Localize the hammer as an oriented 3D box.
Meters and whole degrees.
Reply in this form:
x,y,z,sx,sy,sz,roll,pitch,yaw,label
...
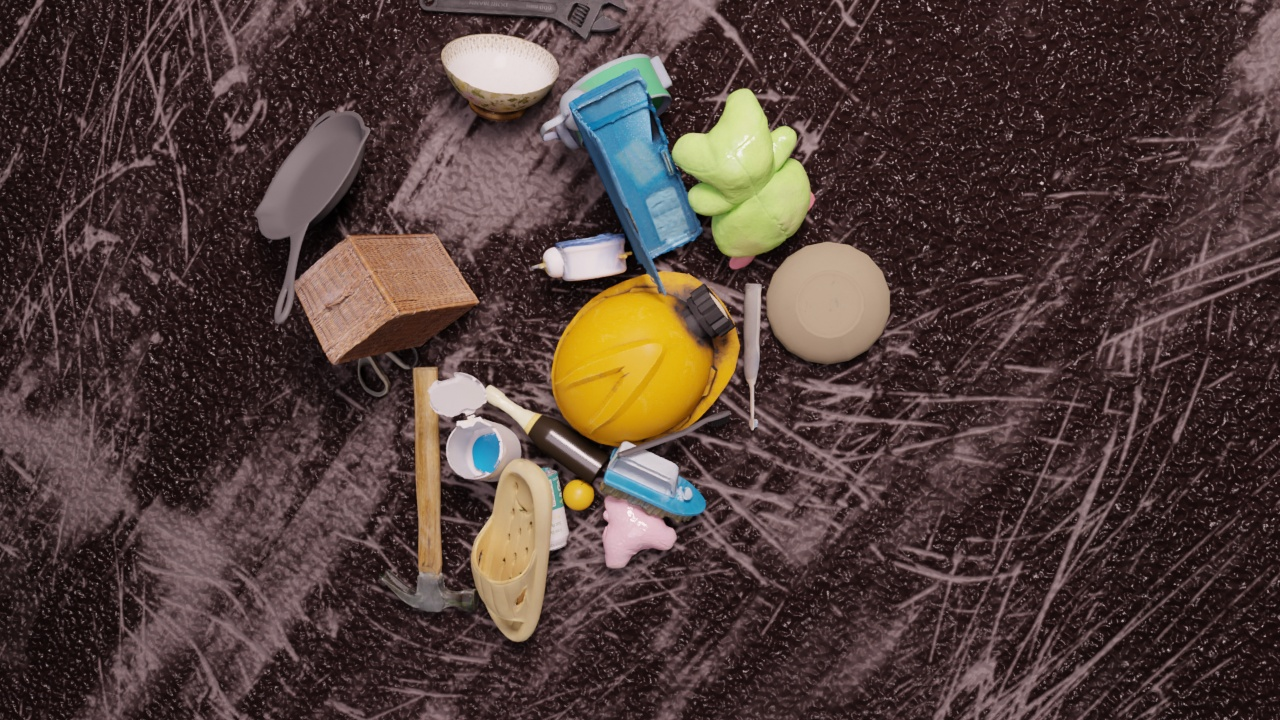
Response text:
x,y,z,sx,sy,sz,roll,pitch,yaw,label
-0.288,0.174,1.235,0.132,0.033,0.330,0,94,10,hammer

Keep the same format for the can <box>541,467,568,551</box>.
x,y,z,sx,sy,sz,roll,pitch,yaw,label
-0.127,0.194,1.198,0.055,0.055,0.101,-10,93,10,can

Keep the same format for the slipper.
x,y,z,sx,sy,sz,roll,pitch,yaw,label
-0.175,0.246,1.163,0.111,0.079,0.262,31,119,38,slipper

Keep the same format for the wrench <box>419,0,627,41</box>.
x,y,z,sx,sy,sz,roll,pitch,yaw,label
-0.151,-0.449,1.165,0.273,0.018,0.073,7,96,10,wrench

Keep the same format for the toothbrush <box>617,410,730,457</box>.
x,y,z,sx,sy,sz,roll,pitch,yaw,label
0.044,0.091,1.135,0.167,0.013,0.013,-17,105,-28,toothbrush

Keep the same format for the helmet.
x,y,z,sx,sy,sz,roll,pitch,yaw,label
-0.007,0.007,1.124,0.256,0.131,0.205,-36,89,11,helmet

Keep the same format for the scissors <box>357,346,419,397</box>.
x,y,z,sx,sy,sz,roll,pitch,yaw,label
-0.376,-0.022,1.239,0.165,0.012,0.150,13,96,5,scissors

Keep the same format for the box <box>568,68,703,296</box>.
x,y,z,sx,sy,sz,roll,pitch,yaw,label
0.010,-0.197,1.048,0.094,0.112,0.232,-26,132,-1,box

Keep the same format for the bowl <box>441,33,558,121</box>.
x,y,z,sx,sy,sz,roll,pitch,yaw,label
-0.175,-0.343,1.138,0.145,0.144,0.063,20,135,7,bowl

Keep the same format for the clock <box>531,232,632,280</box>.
x,y,z,sx,sy,sz,roll,pitch,yaw,label
-0.075,-0.128,1.145,0.125,0.088,0.052,-7,100,9,clock

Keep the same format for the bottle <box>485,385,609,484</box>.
x,y,z,sx,sy,sz,roll,pitch,yaw,label
-0.127,0.091,1.193,0.184,0.045,0.045,34,99,5,bottle

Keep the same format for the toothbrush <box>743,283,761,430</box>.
x,y,z,sx,sy,sz,roll,pitch,yaw,label
0.141,-0.004,1.154,0.022,0.024,0.185,5,98,48,toothbrush

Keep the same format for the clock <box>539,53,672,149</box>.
x,y,z,sx,sy,sz,roll,pitch,yaw,label
-0.044,-0.298,1.099,0.161,0.122,0.075,-26,89,-13,clock

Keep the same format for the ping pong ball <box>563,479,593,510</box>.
x,y,z,sx,sy,sz,roll,pitch,yaw,label
-0.081,0.175,1.196,0.040,0.040,0.040,1,95,9,ping pong ball

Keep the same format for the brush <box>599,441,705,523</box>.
x,y,z,sx,sy,sz,roll,pitch,yaw,label
0.023,0.155,1.150,0.136,0.055,0.076,26,137,-8,brush

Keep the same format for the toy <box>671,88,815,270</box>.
x,y,z,sx,sy,sz,roll,pitch,yaw,label
0.130,-0.200,1.067,0.150,0.107,0.197,-38,121,7,toy

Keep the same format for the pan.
x,y,z,sx,sy,sz,roll,pitch,yaw,label
-0.405,-0.180,1.124,0.217,0.024,0.353,-26,49,25,pan

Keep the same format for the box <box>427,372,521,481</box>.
x,y,z,sx,sy,sz,roll,pitch,yaw,label
-0.210,0.086,1.162,0.084,0.147,0.136,-10,82,5,box

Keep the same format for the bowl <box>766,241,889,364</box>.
x,y,z,sx,sy,sz,roll,pitch,yaw,label
0.229,-0.069,1.119,0.152,0.050,0.152,1,95,9,bowl

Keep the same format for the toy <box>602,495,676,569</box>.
x,y,z,sx,sy,sz,roll,pitch,yaw,label
-0.013,0.212,1.182,0.099,0.052,0.096,-23,88,5,toy

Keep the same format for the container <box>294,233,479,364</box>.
x,y,z,sx,sy,sz,roll,pitch,yaw,label
-0.311,-0.081,1.132,0.114,0.198,0.112,-33,85,21,container
